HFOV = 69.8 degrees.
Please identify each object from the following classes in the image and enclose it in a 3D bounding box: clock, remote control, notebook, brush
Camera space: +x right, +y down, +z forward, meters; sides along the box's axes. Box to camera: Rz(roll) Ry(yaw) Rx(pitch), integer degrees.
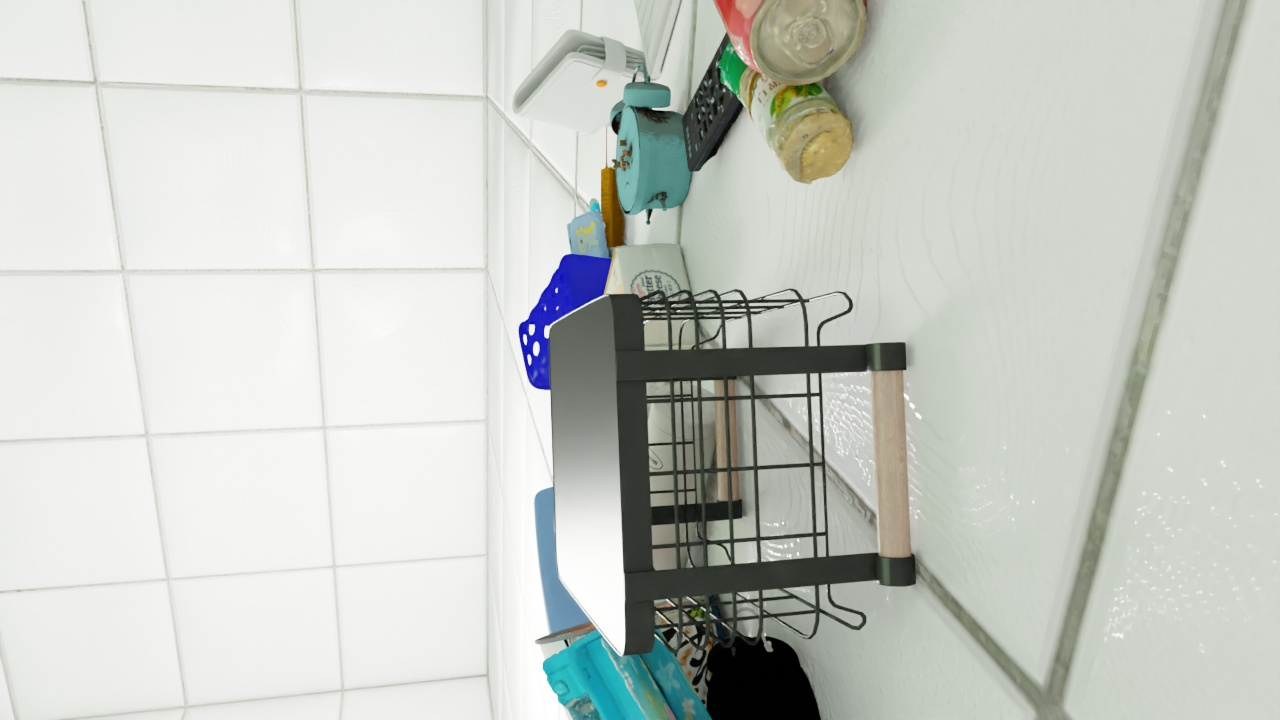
[{"bbox_3d":[0.006,-0.177,0.743,0.090,0.053,0.124,168,99,-75],"label":"clock"},{"bbox_3d":[0.059,-0.179,0.595,0.151,0.022,0.047,128,139,-66],"label":"remote control"},{"bbox_3d":[0.070,0.209,0.547,0.091,0.042,0.120,131,136,-70],"label":"clock"},{"bbox_3d":[0.011,-0.369,0.790,0.143,0.009,0.209,113,152,-58],"label":"notebook"},{"bbox_3d":[-0.029,-0.182,0.959,0.048,0.017,0.126,-147,57,-74],"label":"brush"}]

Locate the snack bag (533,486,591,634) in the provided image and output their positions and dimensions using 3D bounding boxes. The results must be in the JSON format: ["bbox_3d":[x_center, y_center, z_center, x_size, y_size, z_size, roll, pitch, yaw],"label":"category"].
[{"bbox_3d":[-0.040,0.235,0.915,0.206,0.102,0.158,85,174,-51],"label":"snack bag"}]

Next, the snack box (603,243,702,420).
[{"bbox_3d":[-0.005,0.005,0.800,0.208,0.057,0.104,108,156,-53],"label":"snack box"}]

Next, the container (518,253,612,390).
[{"bbox_3d":[-0.056,-0.035,0.892,0.114,0.085,0.084,-52,44,44],"label":"container"}]

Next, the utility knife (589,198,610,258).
[{"bbox_3d":[-0.039,-0.107,1.018,0.031,0.015,0.174,117,147,-66],"label":"utility knife"}]

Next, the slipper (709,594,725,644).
[{"bbox_3d":[0.025,0.307,0.716,0.118,0.060,0.295,-130,40,-63],"label":"slipper"}]

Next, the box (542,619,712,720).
[{"bbox_3d":[0.036,0.240,0.473,0.227,0.071,0.182,59,158,11],"label":"box"}]

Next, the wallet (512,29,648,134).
[{"bbox_3d":[-0.042,-0.253,0.859,0.119,0.115,0.037,-28,62,51],"label":"wallet"}]

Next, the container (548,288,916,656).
[{"bbox_3d":[0.030,0.051,0.505,0.241,0.130,0.163,171,97,-76],"label":"container"}]

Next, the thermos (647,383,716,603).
[{"bbox_3d":[0.017,0.123,0.710,0.052,0.052,0.225,-111,26,-54],"label":"thermos"}]

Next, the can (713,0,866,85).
[{"bbox_3d":[0.062,-0.213,0.474,0.067,0.067,0.170,104,160,-48],"label":"can"}]

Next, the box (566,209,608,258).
[{"bbox_3d":[-0.052,-0.052,0.994,0.127,0.034,0.209,178,83,-76],"label":"box"}]

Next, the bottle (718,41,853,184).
[{"bbox_3d":[0.075,-0.136,0.483,0.111,0.043,0.043,-107,20,-46],"label":"bottle"}]

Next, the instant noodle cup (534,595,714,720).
[{"bbox_3d":[0.004,0.232,0.614,0.124,0.123,0.121,129,128,-70],"label":"instant noodle cup"}]
